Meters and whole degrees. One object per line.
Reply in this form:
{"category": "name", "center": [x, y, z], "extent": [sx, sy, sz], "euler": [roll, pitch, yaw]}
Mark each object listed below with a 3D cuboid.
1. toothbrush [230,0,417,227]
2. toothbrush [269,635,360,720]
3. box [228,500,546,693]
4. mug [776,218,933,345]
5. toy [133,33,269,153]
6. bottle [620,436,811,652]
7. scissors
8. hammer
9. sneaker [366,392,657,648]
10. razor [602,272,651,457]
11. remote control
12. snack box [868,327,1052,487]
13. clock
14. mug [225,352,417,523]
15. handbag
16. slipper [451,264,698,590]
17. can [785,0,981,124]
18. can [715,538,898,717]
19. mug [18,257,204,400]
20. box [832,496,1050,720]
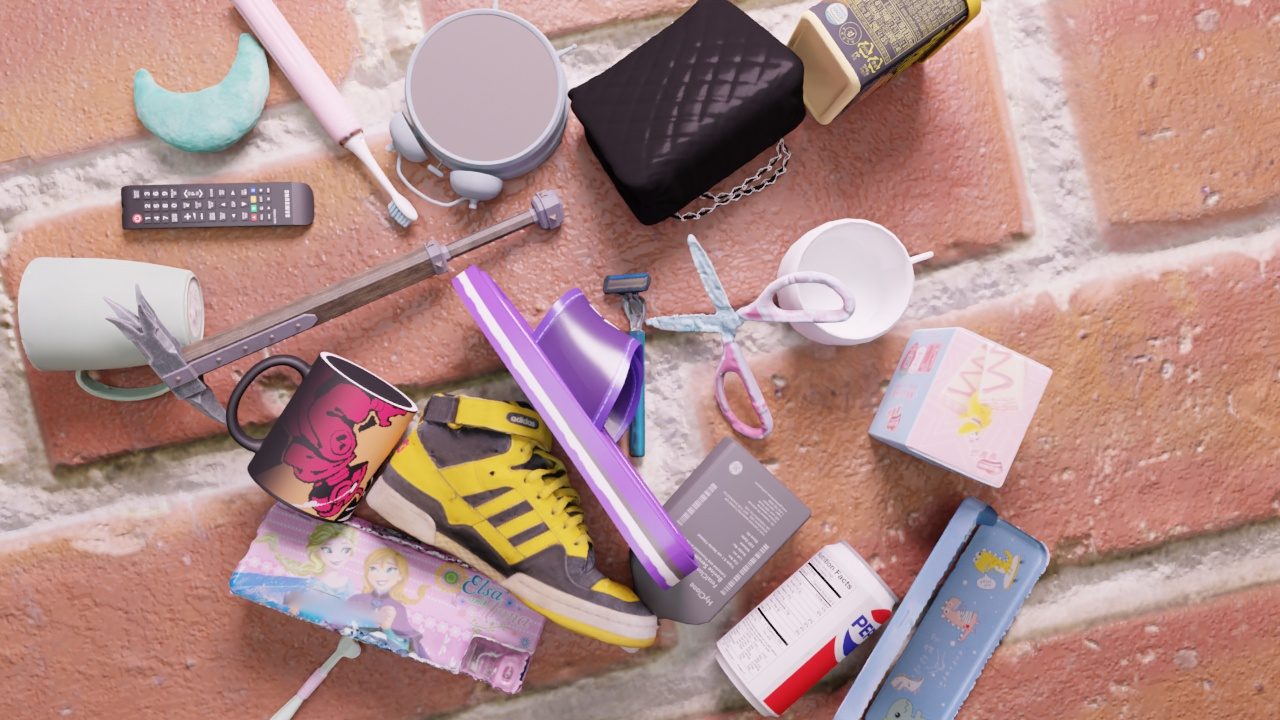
{"category": "toothbrush", "center": [-0.240, -0.195, 0.701], "extent": [0.027, 0.027, 0.222], "euler": [-34, 92, 32]}
{"category": "toothbrush", "center": [-0.274, 0.274, 0.715], "extent": [0.155, 0.015, 0.022], "euler": [-48, 62, 0]}
{"category": "box", "center": [-0.185, 0.178, 0.688], "extent": [0.230, 0.071, 0.084], "euler": [20, 90, -2]}
{"category": "mug", "center": [0.163, -0.062, 0.697], "extent": [0.115, 0.068, 0.094], "euler": [-19, 91, -2]}
{"category": "toy", "center": [-0.329, -0.198, 0.698], "extent": [0.105, 0.033, 0.085], "euler": [-21, 78, -4]}
{"category": "bottle", "center": [0.041, 0.150, 0.707], "extent": [0.084, 0.046, 0.174], "euler": [43, 89, -2]}
{"category": "scissors", "center": [0.083, -0.020, 0.682], "extent": [0.177, 0.013, 0.170], "euler": [-13, 107, 37]}
{"category": "hammer", "center": [-0.201, -0.053, 0.684], "extent": [0.316, 0.147, 0.028], "euler": [-25, 49, -10]}
{"category": "sneaker", "center": [-0.075, 0.105, 0.670], "extent": [0.238, 0.086, 0.122], "euler": [26, 91, 11]}
{"category": "razor", "center": [-0.004, 0.004, 0.718], "extent": [0.042, 0.022, 0.144], "euler": [1, 96, 35]}
{"category": "remote control", "center": [-0.327, -0.118, 0.705], "extent": [0.147, 0.015, 0.033], "euler": [-2, 91, -2]}
{"category": "snack box", "center": [0.236, 0.033, 0.688], "extent": [0.079, 0.093, 0.094], "euler": [25, 89, -2]}
{"category": "clock", "center": [-0.123, -0.191, 0.697], "extent": [0.122, 0.045, 0.159], "euler": [34, 88, -2]}
{"category": "mug", "center": [-0.241, 0.048, 0.672], "extent": [0.118, 0.082, 0.098], "euler": [33, 90, -20]}
{"category": "handbag", "center": [0.035, -0.185, 0.695], "extent": [0.154, 0.115, 0.125], "euler": [-37, 68, 2]}
{"category": "slipper", "center": [-0.023, 0.028, 0.660], "extent": [0.084, 0.107, 0.266], "euler": [-35, 79, -1]}
{"category": "can", "center": [0.166, -0.236, 0.664], "extent": [0.101, 0.131, 0.072], "euler": [-35, 92, 1]}
{"category": "can", "center": [0.126, 0.203, 0.699], "extent": [0.132, 0.070, 0.070], "euler": [-41, 92, -1]}
{"category": "mug", "center": [-0.383, -0.021, 0.680], "extent": [0.104, 0.084, 0.111], "euler": [-1, 119, -14]}
{"category": "box", "center": [0.229, 0.211, 0.716], "extent": [0.125, 0.043, 0.209], "euler": [32, 90, -34]}
